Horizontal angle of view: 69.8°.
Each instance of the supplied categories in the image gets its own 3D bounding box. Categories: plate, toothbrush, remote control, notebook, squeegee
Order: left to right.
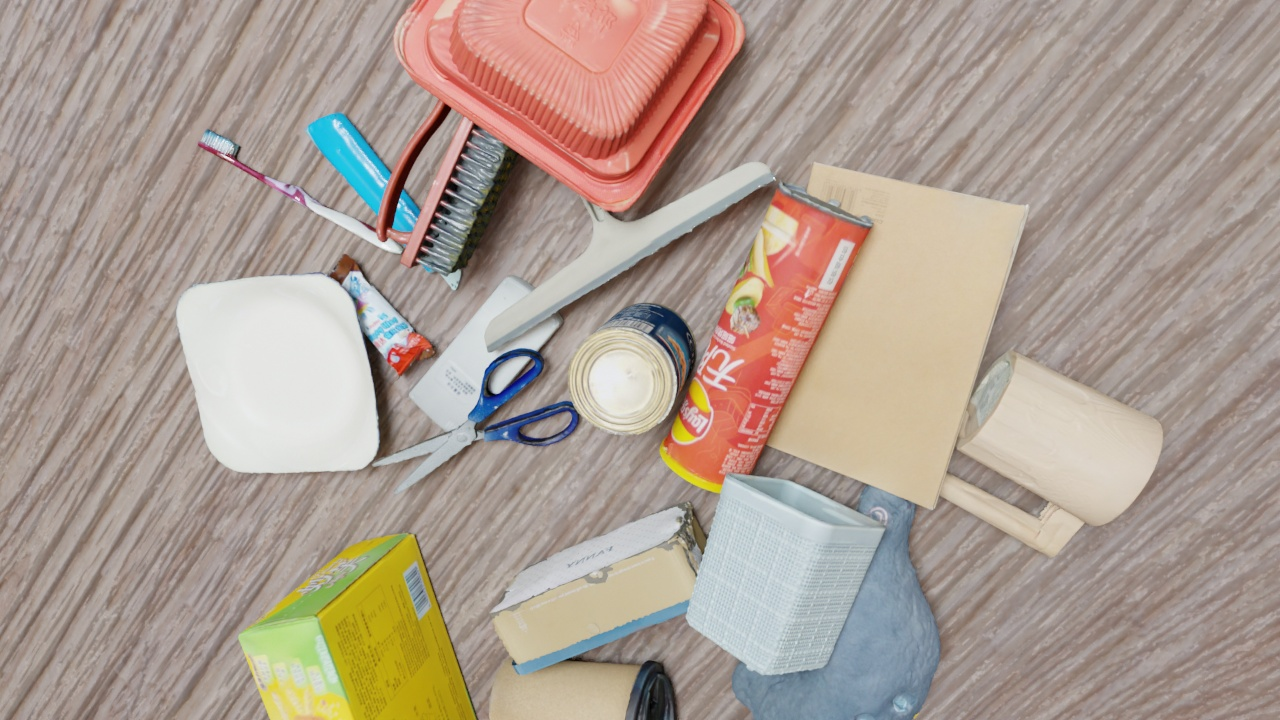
[{"bbox_3d":[-0.285,0.010,0.741,0.164,0.034,0.164,-3,105,13],"label":"plate"},{"bbox_3d":[-0.266,-0.132,0.721,0.187,0.016,0.017,29,96,4],"label":"toothbrush"},{"bbox_3d":[-0.121,-0.002,0.719,0.056,0.019,0.135,42,106,0],"label":"remote control"},{"bbox_3d":[-0.067,-0.171,0.664,0.247,0.039,0.246,-30,89,19],"label":"squeegee"},{"bbox_3d":[0.162,-0.020,0.639,0.150,0.012,0.212,20,106,30],"label":"notebook"}]

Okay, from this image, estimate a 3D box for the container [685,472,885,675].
[{"bbox_3d":[0.096,0.147,0.631,0.090,0.089,0.111,23,97,44],"label":"container"}]

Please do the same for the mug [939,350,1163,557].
[{"bbox_3d":[0.273,0.067,0.634,0.103,0.084,0.125,29,120,5],"label":"mug"}]

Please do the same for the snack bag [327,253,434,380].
[{"bbox_3d":[-0.209,-0.033,0.725,0.105,0.026,0.045,48,119,1],"label":"snack bag"}]

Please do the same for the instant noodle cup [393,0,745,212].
[{"bbox_3d":[-0.039,-0.206,0.568,0.189,0.079,0.164,32,86,-9],"label":"instant noodle cup"}]

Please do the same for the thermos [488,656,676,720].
[{"bbox_3d":[-0.044,0.281,0.735,0.143,0.092,0.093,3,103,17],"label":"thermos"}]

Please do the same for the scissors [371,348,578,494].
[{"bbox_3d":[-0.133,0.047,0.715,0.169,0.012,0.147,1,117,-6],"label":"scissors"}]

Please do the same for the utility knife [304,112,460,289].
[{"bbox_3d":[-0.194,-0.122,0.708,0.034,0.018,0.166,-37,95,23],"label":"utility knife"}]

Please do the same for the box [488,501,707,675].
[{"bbox_3d":[-0.033,0.176,0.708,0.184,0.089,0.059,-27,97,17],"label":"box"}]

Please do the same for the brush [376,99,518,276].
[{"bbox_3d":[-0.129,-0.135,0.634,0.069,0.063,0.146,27,105,-2],"label":"brush"}]

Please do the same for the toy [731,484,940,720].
[{"bbox_3d":[0.146,0.224,0.691,0.138,0.091,0.357,32,107,31],"label":"toy"}]

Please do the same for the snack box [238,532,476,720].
[{"bbox_3d":[-0.209,0.264,0.722,0.070,0.157,0.210,-13,100,14],"label":"snack box"}]

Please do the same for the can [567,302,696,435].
[{"bbox_3d":[-0.004,0.004,0.651,0.075,0.111,0.075,2,102,10],"label":"can"}]

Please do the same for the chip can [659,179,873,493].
[{"bbox_3d":[0.084,-0.012,0.643,0.073,0.073,0.217,24,111,4],"label":"chip can"}]
